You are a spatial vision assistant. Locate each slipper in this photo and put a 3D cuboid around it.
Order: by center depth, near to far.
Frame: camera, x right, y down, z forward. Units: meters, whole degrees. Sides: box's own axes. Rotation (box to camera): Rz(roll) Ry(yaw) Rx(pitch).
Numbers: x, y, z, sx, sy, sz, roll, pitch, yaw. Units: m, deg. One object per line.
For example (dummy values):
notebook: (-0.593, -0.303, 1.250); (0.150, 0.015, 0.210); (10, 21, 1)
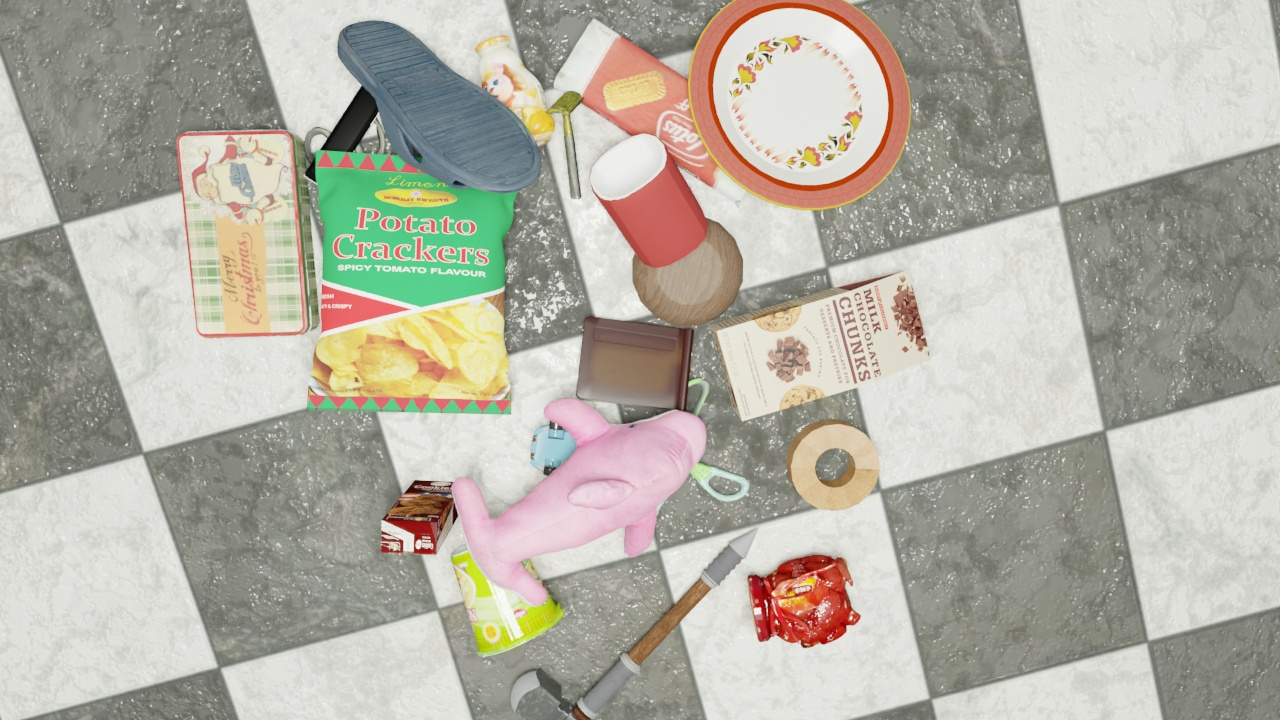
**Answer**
slipper: (-0.201, -0.224, 0.873); (0.101, 0.083, 0.263); (-30, 64, -34)

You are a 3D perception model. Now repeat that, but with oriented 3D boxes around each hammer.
hammer: (0.015, 0.300, 0.996); (0.156, 0.043, 0.322); (43, 93, -6)

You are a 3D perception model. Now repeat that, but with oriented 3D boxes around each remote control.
remote control: (-0.290, -0.228, 0.913); (0.028, 0.012, 0.124); (33, 90, -10)

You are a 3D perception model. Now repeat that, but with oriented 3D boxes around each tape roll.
tape roll: (0.204, 0.111, 0.976); (0.094, 0.027, 0.094); (0, 98, -1)

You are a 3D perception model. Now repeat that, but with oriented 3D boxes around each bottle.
bottle: (-0.127, -0.260, 0.901); (0.063, 0.063, 0.108); (-21, 97, 2)
bottle: (0.171, 0.251, 0.958); (0.111, 0.099, 0.099); (-10, 98, 6)

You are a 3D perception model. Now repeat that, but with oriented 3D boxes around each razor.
razor: (-0.070, -0.209, 0.912); (0.026, 0.042, 0.106); (7, 128, 15)

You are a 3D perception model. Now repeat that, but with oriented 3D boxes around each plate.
plate: (0.156, -0.257, 0.906); (0.229, 0.021, 0.229); (1, 82, -11)

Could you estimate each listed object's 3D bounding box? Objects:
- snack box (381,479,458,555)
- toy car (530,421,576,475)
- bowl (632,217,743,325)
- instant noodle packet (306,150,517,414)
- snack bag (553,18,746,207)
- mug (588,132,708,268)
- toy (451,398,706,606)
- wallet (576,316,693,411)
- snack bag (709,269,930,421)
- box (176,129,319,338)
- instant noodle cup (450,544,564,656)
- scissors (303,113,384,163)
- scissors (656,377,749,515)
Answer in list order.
snack box: (-0.215, 0.154, 0.916); (0.051, 0.141, 0.032); (3, 97, -2)
toy car: (-0.064, 0.094, 0.964); (0.107, 0.027, 0.060); (7, 92, -15)
bowl: (0.050, -0.092, 0.944); (0.118, 0.030, 0.118); (0, 98, -1)
instant noodle packet: (-0.222, -0.075, 0.905); (0.195, 0.090, 0.252); (2, 89, -10)
snack bag: (0.026, -0.247, 0.918); (0.225, 0.041, 0.077); (32, 94, -4)
mug: (0.004, -0.164, 0.898); (0.080, 0.116, 0.096); (-31, 135, 7)
toy: (-0.048, 0.130, 0.887); (0.265, 0.128, 0.186); (-30, 99, -3)
wallet: (-0.006, 0.005, 0.952); (0.115, 0.018, 0.091); (7, 81, -4)
snack bag: (0.185, -0.018, 0.937); (0.206, 0.070, 0.094); (-17, 98, 1)
box: (-0.391, -0.126, 0.922); (0.117, 0.050, 0.205); (-1, 99, 0)
instant noodle cup: (-0.146, 0.237, 0.958); (0.099, 0.099, 0.108); (-24, 90, 2)
scissors: (-0.283, -0.171, 0.935); (0.132, 0.012, 0.169); (0, 99, -7)
scissors: (0.041, 0.101, 0.969); (0.172, 0.021, 0.171); (21, 92, -16)
